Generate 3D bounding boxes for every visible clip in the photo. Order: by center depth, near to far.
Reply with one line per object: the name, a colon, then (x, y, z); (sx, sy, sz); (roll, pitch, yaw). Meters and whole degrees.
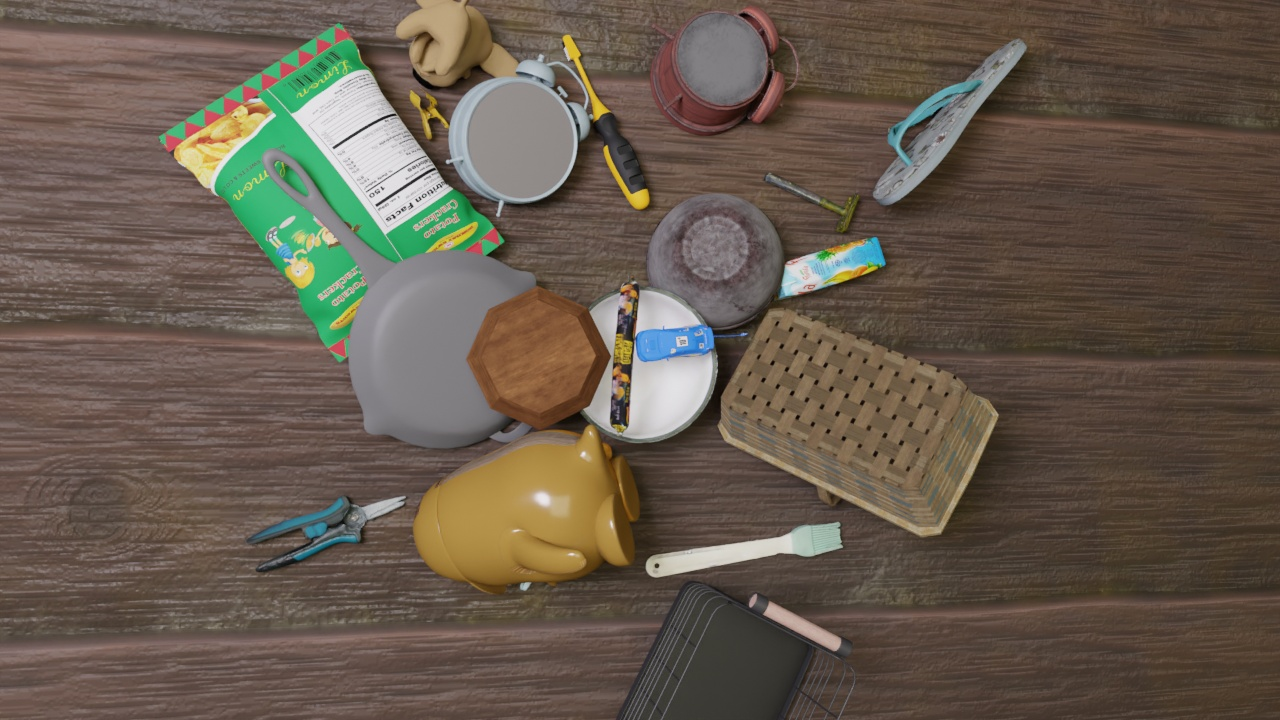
clip: (-0.215, -0.242, 0.909); (0.039, 0.053, 0.047); (-29, 123, -12)

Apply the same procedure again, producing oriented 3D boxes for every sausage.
sausage: (-0.016, -0.005, 0.874); (0.020, 0.020, 0.155); (6, 86, -13)

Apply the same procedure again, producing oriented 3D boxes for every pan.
pan: (-0.212, -0.051, 0.846); (0.216, 0.024, 0.354); (-45, 116, -12)

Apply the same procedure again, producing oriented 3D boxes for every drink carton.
drink carton: (0.198, -0.098, 0.990); (0.128, 0.044, 0.038); (-18, 90, -14)

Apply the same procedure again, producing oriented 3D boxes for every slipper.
slipper: (0.324, -0.270, 1.007); (0.055, 0.098, 0.268); (45, 70, -8)

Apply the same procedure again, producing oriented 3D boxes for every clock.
clock: (-0.115, -0.225, 0.905); (0.159, 0.045, 0.122); (-48, 119, -9)
clock: (0.090, -0.306, 0.963); (0.157, 0.072, 0.120); (-7, 88, -12)

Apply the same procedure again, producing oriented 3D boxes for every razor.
razor: (0.184, -0.181, 1.004); (0.106, 0.026, 0.042); (23, 84, -6)

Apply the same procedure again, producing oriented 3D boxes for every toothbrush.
toothbrush: (-0.037, -0.248, 0.954); (0.031, 0.031, 0.196); (-24, 90, -28)

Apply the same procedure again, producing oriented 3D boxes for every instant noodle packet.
instant noodle packet: (-0.282, -0.158, 0.860); (0.195, 0.090, 0.253); (-39, 100, -13)

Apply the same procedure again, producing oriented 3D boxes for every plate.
plate: (-0.095, -0.004, 0.856); (0.131, 0.025, 0.131); (0, 88, -5)

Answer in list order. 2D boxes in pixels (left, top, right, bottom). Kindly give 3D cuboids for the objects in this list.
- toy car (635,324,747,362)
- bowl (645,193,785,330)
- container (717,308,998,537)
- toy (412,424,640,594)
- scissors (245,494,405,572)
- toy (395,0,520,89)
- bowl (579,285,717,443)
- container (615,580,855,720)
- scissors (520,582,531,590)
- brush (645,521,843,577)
toy car: (0.046, -0.019, 0.867); (0.092, 0.062, 0.033); (-7, 88, -13)
bowl: (0.076, -0.107, 0.931); (0.145, 0.067, 0.145); (0, 84, 5)
container: (0.214, 0.062, 0.928); (0.250, 0.186, 0.157); (25, 80, 27)
toy: (-0.112, 0.151, 0.857); (0.203, 0.198, 0.162); (-15, 112, 11)
scissors: (-0.303, 0.155, 0.876); (0.137, 0.019, 0.129); (26, 81, -12)
toy: (-0.184, -0.312, 0.889); (0.134, 0.108, 0.106); (42, 95, -7)
bowl: (-0.005, 0.005, 0.924); (0.153, 0.073, 0.153); (1, 86, -12)
container: (0.085, 0.349, 0.895); (0.163, 0.130, 0.241); (29, 81, -10)
scissors: (-0.082, 0.176, 0.931); (0.063, 0.015, 0.138); (30, 86, -5)
brush: (0.111, 0.202, 0.971); (0.217, 0.012, 0.033); (-7, 88, -12)
